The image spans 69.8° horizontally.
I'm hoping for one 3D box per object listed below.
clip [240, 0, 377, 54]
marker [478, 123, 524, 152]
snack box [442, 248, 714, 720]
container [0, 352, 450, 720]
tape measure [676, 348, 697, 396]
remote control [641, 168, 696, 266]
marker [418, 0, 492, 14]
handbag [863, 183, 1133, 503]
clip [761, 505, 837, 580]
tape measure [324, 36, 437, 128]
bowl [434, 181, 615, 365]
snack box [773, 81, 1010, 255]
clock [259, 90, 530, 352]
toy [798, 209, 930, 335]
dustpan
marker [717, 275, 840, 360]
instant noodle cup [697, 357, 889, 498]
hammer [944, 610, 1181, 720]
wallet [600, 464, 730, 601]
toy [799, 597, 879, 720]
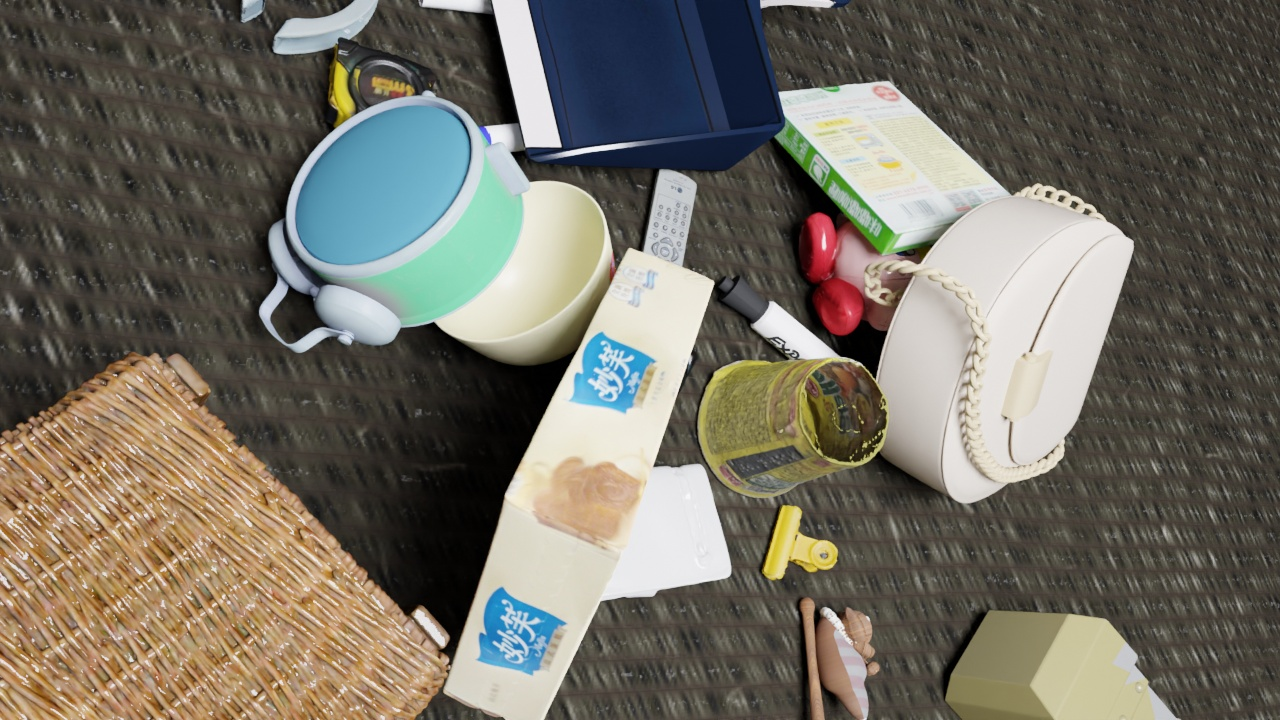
[{"bbox_3d":[-0.199,-0.270,0.586,0.108,0.028,0.162,46,63,-11],"label":"clip"},{"bbox_3d":[-0.065,-0.155,0.627,0.141,0.020,0.020,-14,85,-27],"label":"marker"},{"bbox_3d":[-0.028,0.059,0.475,0.055,0.154,0.206,22,38,0],"label":"snack box"},{"bbox_3d":[-0.226,0.132,0.414,0.250,0.163,0.182,50,58,-7],"label":"container"},{"bbox_3d":[-0.004,0.003,0.602,0.072,0.042,0.071,31,87,-12],"label":"tape measure"},{"bbox_3d":[0.014,-0.071,0.648,0.033,0.013,0.136,17,72,-21],"label":"remote control"},{"bbox_3d":[-0.087,-0.249,0.638,0.133,0.020,0.017,-4,100,-26],"label":"marker"},{"bbox_3d":[0.252,-0.010,0.659,0.208,0.103,0.211,-19,126,-35],"label":"handbag"},{"bbox_3d":[0.112,0.135,0.649,0.046,0.035,0.052,20,68,0],"label":"clip"},{"bbox_3d":[-0.162,-0.159,0.575,0.067,0.038,0.062,9,67,-26],"label":"tape measure"},{"bbox_3d":[-0.063,-0.041,0.566,0.117,0.118,0.074,-64,149,-22],"label":"bowl"},{"bbox_3d":[0.186,-0.151,0.696,0.131,0.027,0.168,-14,54,-28],"label":"snack box"},{"bbox_3d":[-0.146,-0.069,0.521,0.161,0.075,0.122,-46,57,-8],"label":"clock"},{"bbox_3d":[0.186,-0.072,0.706,0.131,0.097,0.124,-10,60,-13],"label":"toy"},{"bbox_3d":[0.032,-0.261,0.651,0.272,0.080,0.236,-7,78,-36],"label":"dustpan"},{"bbox_3d":[0.107,-0.019,0.674,0.126,0.025,0.025,38,65,-13],"label":"marker"},{"bbox_3d":[0.104,0.039,0.612,0.102,0.108,0.102,5,79,-23],"label":"instant noodle cup"},{"bbox_3d":[0.250,0.350,0.615,0.190,0.101,0.324,48,64,-8],"label":"hammer"},{"bbox_3d":[-0.003,0.110,0.593,0.116,0.032,0.086,2,67,-23],"label":"wallet"},{"bbox_3d":[0.135,0.213,0.627,0.055,0.042,0.101,-1,69,-3],"label":"toy"}]
